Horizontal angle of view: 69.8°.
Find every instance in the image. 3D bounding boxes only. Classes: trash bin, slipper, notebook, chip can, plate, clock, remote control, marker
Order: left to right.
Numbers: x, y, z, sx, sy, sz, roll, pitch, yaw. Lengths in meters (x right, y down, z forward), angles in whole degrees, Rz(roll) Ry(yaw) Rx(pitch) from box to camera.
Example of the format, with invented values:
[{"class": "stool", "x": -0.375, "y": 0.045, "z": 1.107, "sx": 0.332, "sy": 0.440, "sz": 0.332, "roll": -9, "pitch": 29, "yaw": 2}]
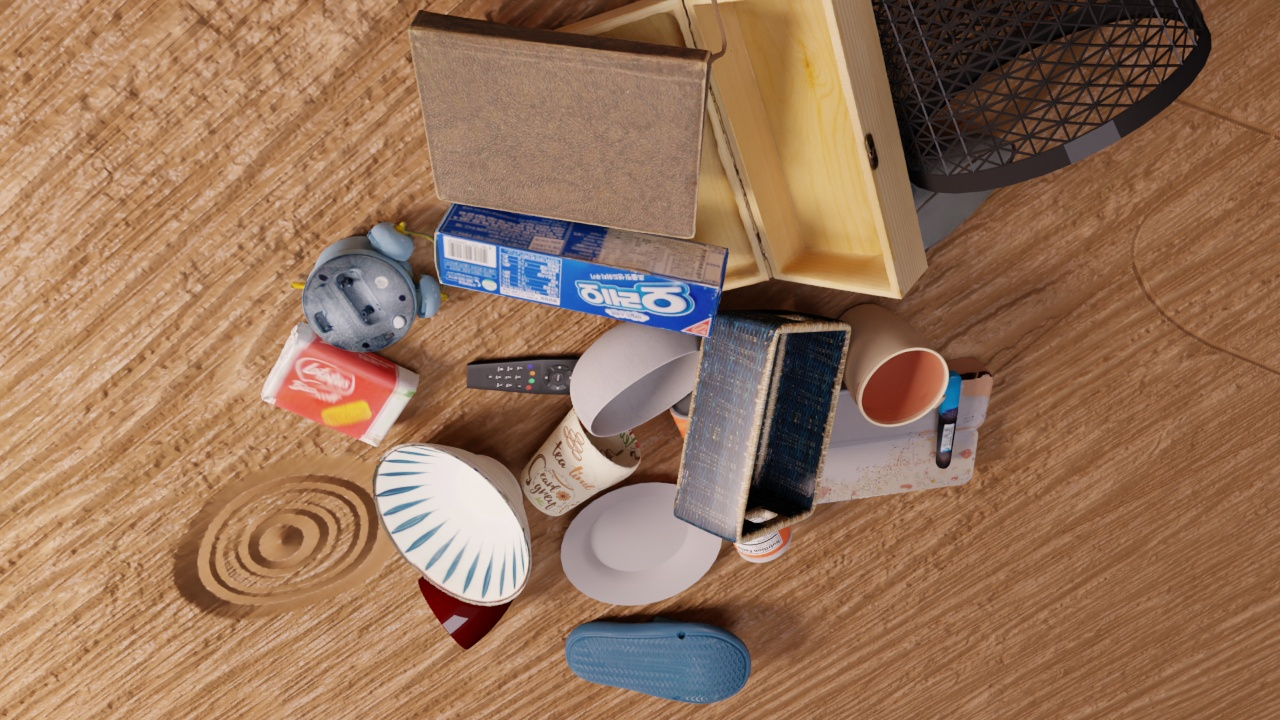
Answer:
[{"class": "clock", "x": -0.216, "y": -0.062, "z": 0.753, "sx": 0.124, "sy": 0.051, "sz": 0.089, "roll": -25, "pitch": 122, "yaw": 3}, {"class": "remote control", "x": -0.098, "y": 0.013, "z": 0.849, "sx": 0.124, "sy": 0.010, "sz": 0.039, "roll": 1, "pitch": 122, "yaw": -12}, {"class": "notebook", "x": -0.054, "y": -0.182, "z": 0.652, "sx": 0.215, "sy": 0.034, "sz": 0.190, "roll": 11, "pitch": 137, "yaw": 8}, {"class": "plate", "x": 0.000, "y": 0.192, "z": 0.977, "sx": 0.172, "sy": 0.019, "sz": 0.173, "roll": -5, "pitch": 123, "yaw": -8}, {"class": "slipper", "x": 0.021, "y": 0.332, "z": 1.049, "sx": 0.214, "sy": 0.059, "sz": 0.104, "roll": 7, "pitch": 113, "yaw": 1}, {"class": "chip can", "x": 0.094, "y": 0.112, "z": 0.919, "sx": 0.062, "sy": 0.062, "sz": 0.210, "roll": -23, "pitch": 123, "yaw": 3}, {"class": "marker", "x": 0.307, "y": 0.061, "z": 0.920, "sx": 0.018, "sy": 0.015, "sz": 0.123, "roll": -10, "pitch": 126, "yaw": -2}, {"class": "trash bin", "x": 0.231, "y": -0.279, "z": 0.624, "sx": 0.217, "sy": 0.216, "sz": 0.243, "roll": -32, "pitch": 116, "yaw": 9}]

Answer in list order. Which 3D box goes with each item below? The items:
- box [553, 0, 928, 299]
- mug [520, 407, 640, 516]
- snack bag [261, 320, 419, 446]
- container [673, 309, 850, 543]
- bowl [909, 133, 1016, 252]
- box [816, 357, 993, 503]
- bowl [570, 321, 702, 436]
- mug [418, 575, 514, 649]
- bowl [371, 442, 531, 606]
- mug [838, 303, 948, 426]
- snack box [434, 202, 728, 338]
[{"class": "box", "x": 0.070, "y": -0.159, "z": 0.704, "sx": 0.261, "sy": 0.096, "sz": 0.247, "roll": -5, "pitch": 127, "yaw": 26}, {"class": "mug", "x": -0.049, "y": 0.101, "z": 0.890, "sx": 0.097, "sy": 0.081, "sz": 0.121, "roll": -43, "pitch": 147, "yaw": 24}, {"class": "snack bag", "x": -0.263, "y": 0.023, "z": 0.806, "sx": 0.116, "sy": 0.036, "sz": 0.077, "roll": 28, "pitch": 113, "yaw": -26}, {"class": "container", "x": 0.107, "y": 0.051, "z": 0.803, "sx": 0.145, "sy": 0.071, "sz": 0.187, "roll": -5, "pitch": 107, "yaw": -53}, {"class": "bowl", "x": 0.238, "y": -0.142, "z": 0.775, "sx": 0.150, "sy": 0.056, "sz": 0.151, "roll": -33, "pitch": 162, "yaw": -13}, {"class": "box", "x": 0.248, "y": 0.076, "z": 0.947, "sx": 0.216, "sy": 0.042, "sz": 0.149, "roll": -6, "pitch": 127, "yaw": -8}, {"class": "bowl", "x": -0.005, "y": 0.005, "z": 0.812, "sx": 0.131, "sy": 0.064, "sz": 0.132, "roll": -29, "pitch": 161, "yaw": -11}, {"class": "mug", "x": -0.172, "y": 0.221, "z": 0.934, "sx": 0.088, "sy": 0.087, "sz": 0.114, "roll": -36, "pitch": 95, "yaw": -9}, {"class": "bowl", "x": -0.160, "y": 0.138, "z": 0.862, "sx": 0.177, "sy": 0.070, "sz": 0.177, "roll": 15, "pitch": 123, "yaw": 24}, {"class": "mug", "x": 0.235, "y": 0.004, "z": 0.856, "sx": 0.111, "sy": 0.104, "sz": 0.085, "roll": 26, "pitch": 114, "yaw": -26}, {"class": "snack box", "x": -0.047, "y": -0.075, "z": 0.729, "sx": 0.226, "sy": 0.059, "sz": 0.059, "roll": 11, "pitch": 135, "yaw": 4}]
